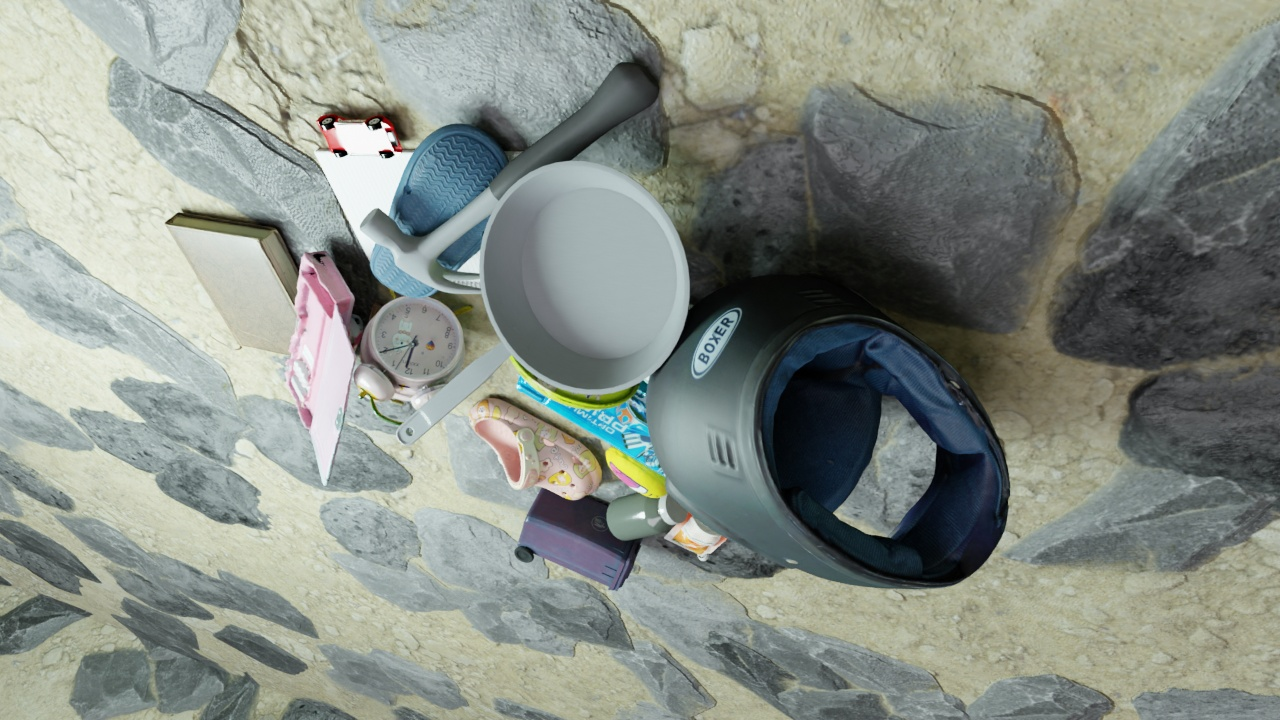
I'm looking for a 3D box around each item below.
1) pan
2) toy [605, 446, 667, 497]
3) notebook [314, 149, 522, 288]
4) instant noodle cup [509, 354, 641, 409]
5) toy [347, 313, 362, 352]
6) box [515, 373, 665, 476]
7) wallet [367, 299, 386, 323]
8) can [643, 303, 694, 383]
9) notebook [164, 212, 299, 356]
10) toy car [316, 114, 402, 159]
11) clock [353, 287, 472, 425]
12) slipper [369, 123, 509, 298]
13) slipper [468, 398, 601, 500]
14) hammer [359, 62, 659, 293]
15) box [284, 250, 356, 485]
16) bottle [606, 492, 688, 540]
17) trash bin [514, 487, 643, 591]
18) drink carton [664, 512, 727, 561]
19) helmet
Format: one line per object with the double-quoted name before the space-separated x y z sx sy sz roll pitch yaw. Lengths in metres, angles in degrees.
"pan" -0.102 -0.026 0.828 0.358 0.050 0.200 -39 86 28
"toy" -0.003 0.139 1.147 0.094 0.041 0.096 37 165 -14
"notebook" -0.204 -0.141 0.958 0.246 0.013 0.178 6 137 21
"instant noodle cup" -0.052 -0.032 0.909 0.146 0.145 0.098 27 126 -4
"toy" -0.362 -0.042 1.125 0.065 0.050 0.102 10 113 55
"box" -0.029 0.072 1.052 0.243 0.071 0.171 32 150 -11
"wallet" -0.284 -0.017 1.134 0.121 0.026 0.099 29 139 -5
"can" 0.034 -0.015 0.951 0.053 0.053 0.101 27 141 -5
"notebook" -0.501 -0.089 1.151 0.190 0.034 0.216 10 140 17
"toy car" -0.273 -0.219 0.892 0.090 0.025 0.038 6 138 20
"clock" -0.257 -0.001 1.028 0.116 0.157 0.059 16 157 -14
"slipper" -0.195 -0.143 0.902 0.103 0.059 0.214 27 129 -18
"slipper" -0.142 0.126 1.184 0.197 0.081 0.093 36 139 -12
"hammer" -0.108 -0.159 0.820 0.312 0.029 0.125 -30 125 28
"box" -0.368 0.012 1.081 0.179 0.039 0.233 58 139 29
"bottle" 0.009 0.202 1.211 0.109 0.060 0.060 -21 124 42
"trash bin" -0.081 0.248 1.285 0.161 0.093 0.092 23 132 3
"drink carton" 0.078 0.237 1.243 0.069 0.038 0.122 26 148 -2
"helmet" 0.151 0.063 0.839 0.316 0.248 0.236 35 170 -20
